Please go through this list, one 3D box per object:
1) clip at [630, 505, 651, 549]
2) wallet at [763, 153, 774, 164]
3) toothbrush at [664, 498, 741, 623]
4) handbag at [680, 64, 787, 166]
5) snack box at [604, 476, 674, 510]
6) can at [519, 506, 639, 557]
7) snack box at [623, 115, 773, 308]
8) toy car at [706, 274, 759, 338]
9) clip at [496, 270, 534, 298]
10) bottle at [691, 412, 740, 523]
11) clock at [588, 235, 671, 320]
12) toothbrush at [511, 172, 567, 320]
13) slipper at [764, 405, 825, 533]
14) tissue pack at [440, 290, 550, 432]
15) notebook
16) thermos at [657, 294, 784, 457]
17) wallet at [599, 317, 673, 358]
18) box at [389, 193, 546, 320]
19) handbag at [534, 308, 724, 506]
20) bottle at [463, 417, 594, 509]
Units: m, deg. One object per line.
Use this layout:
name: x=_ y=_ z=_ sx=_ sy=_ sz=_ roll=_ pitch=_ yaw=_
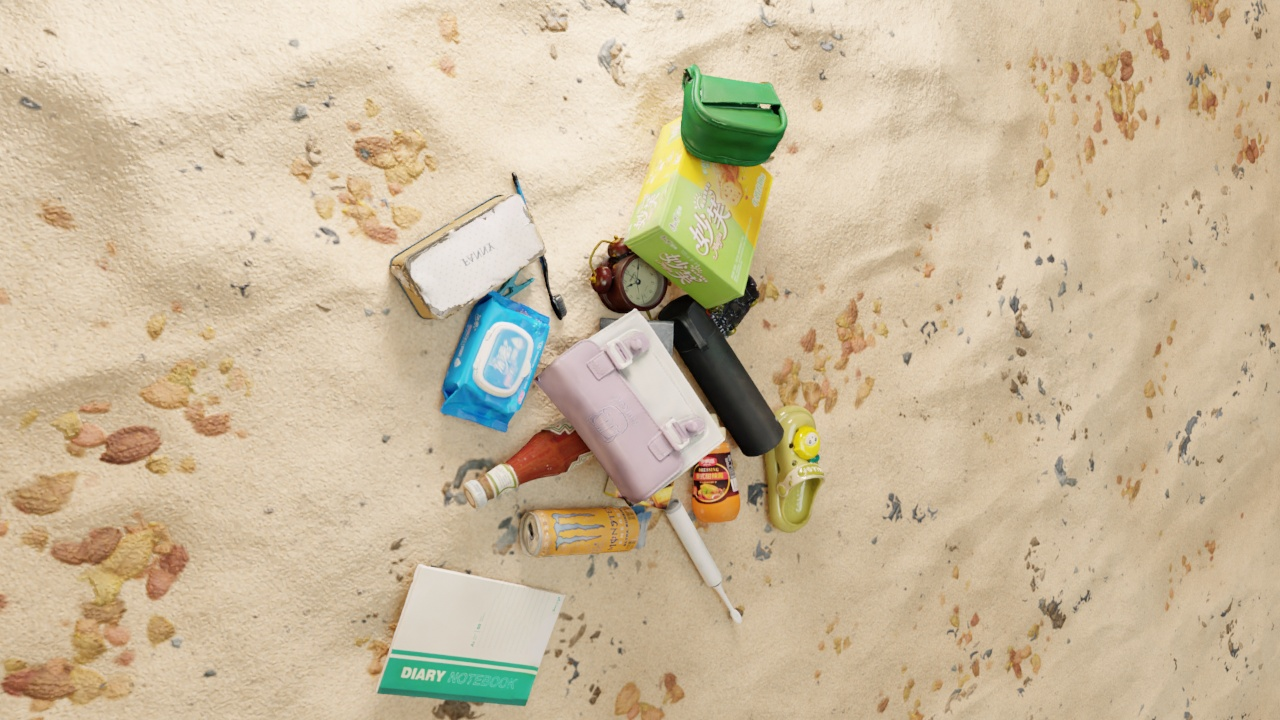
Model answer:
clip: x=-0.002 y=0.225 z=1.224 sx=0.027 sy=0.045 sz=0.058 roll=1 pitch=102 yaw=-36
wallet: x=0.128 y=-0.314 z=1.219 sx=0.115 sy=0.024 sz=0.087 roll=57 pitch=28 yaw=11
toothbrush: x=0.092 y=0.286 z=1.283 sx=0.026 sy=0.026 sz=0.221 roll=-34 pitch=111 yaw=-14
handbag: x=0.113 y=-0.308 z=1.144 sx=0.131 sy=0.068 sz=0.120 roll=5 pitch=58 yaw=-18
snack box: x=0.012 y=0.122 z=1.219 sx=0.086 sy=0.034 sz=0.140 roll=21 pitch=80 yaw=-32
can: x=-0.075 y=0.215 z=1.153 sx=0.145 sy=0.058 sz=0.058 roll=3 pitch=91 yaw=-33
snack box: x=0.080 y=-0.196 z=1.185 sx=0.157 sy=0.070 sz=0.209 roll=35 pitch=56 yaw=-30
toy car: x=0.128 y=-0.078 z=1.279 sx=0.106 sy=0.031 sz=0.049 roll=-50 pitch=117 yaw=-28
clip: x=-0.154 y=-0.090 z=1.109 sx=0.055 sy=0.014 sz=0.039 roll=-48 pitch=115 yaw=-20
bottle: x=0.100 y=0.146 z=1.263 sx=0.066 sy=0.067 sz=0.149 roll=-3 pitch=88 yaw=-32
clock: x=-0.019 y=-0.107 z=1.169 sx=0.122 sy=0.055 sz=0.082 roll=37 pitch=74 yaw=-31
toothbrush: x=-0.124 y=-0.139 z=1.125 sx=0.016 sy=0.014 sz=0.189 roll=-25 pitch=105 yaw=-30
slipper: x=0.235 y=0.162 z=1.337 sx=0.091 sy=0.082 sz=0.190 roll=-5 pitch=98 yaw=-35
tissue pack: x=-0.170 y=0.002 z=1.082 sx=0.095 sy=0.052 sz=0.157 roll=26 pitch=79 yaw=-31
notebook: x=-0.198 y=0.334 z=1.097 sx=0.209 sy=0.012 sz=0.150 roll=22 pitch=85 yaw=-38
thermos: x=0.110 y=0.027 z=1.243 sx=0.068 sy=0.090 sz=0.242 roll=-32 pitch=113 yaw=8
wallet: x=-0.007 y=0.007 z=1.180 sx=0.097 sy=0.019 sz=0.121 roll=2 pitch=93 yaw=4
box: x=-0.191 y=-0.124 z=1.058 sx=0.183 sy=0.060 sz=0.090 roll=-36 pitch=112 yaw=-28
handbag: x=-0.011 y=0.056 z=1.102 sx=0.144 sy=0.099 sz=0.197 roll=-35 pitch=90 yaw=-28
bottle: x=-0.120 y=0.118 z=1.119 sx=0.205 sy=0.060 sz=0.060 roll=-28 pitch=108 yaw=-28
